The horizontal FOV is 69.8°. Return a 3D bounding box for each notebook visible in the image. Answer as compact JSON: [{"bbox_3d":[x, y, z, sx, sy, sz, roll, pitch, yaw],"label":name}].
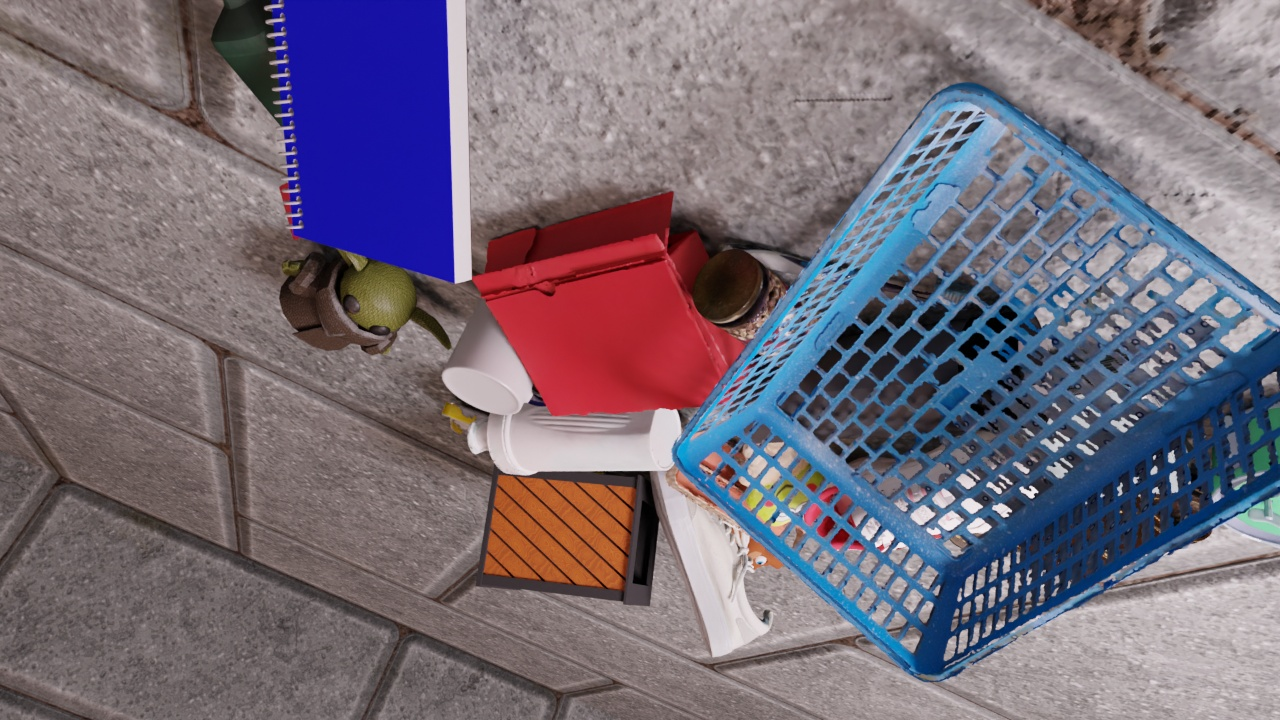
[{"bbox_3d":[-0.166,-0.165,0.547,0.172,0.022,0.209,18,116,34],"label":"notebook"}]

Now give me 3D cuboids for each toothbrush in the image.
[{"bbox_3d":[0.148,-0.065,0.668,0.189,0.016,0.017,14,137,13],"label":"toothbrush"}]

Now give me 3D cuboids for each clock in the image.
[{"bbox_3d":[0.484,0.097,0.653,0.122,0.075,0.161,-12,138,45],"label":"clock"}]

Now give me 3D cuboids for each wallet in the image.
[{"bbox_3d":[0.349,0.052,0.694,0.101,0.054,0.131,-18,132,37],"label":"wallet"}]

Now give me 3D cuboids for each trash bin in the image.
[{"bbox_3d":[-0.078,0.207,1.080,0.172,0.139,0.140,4,166,13],"label":"trash bin"}]

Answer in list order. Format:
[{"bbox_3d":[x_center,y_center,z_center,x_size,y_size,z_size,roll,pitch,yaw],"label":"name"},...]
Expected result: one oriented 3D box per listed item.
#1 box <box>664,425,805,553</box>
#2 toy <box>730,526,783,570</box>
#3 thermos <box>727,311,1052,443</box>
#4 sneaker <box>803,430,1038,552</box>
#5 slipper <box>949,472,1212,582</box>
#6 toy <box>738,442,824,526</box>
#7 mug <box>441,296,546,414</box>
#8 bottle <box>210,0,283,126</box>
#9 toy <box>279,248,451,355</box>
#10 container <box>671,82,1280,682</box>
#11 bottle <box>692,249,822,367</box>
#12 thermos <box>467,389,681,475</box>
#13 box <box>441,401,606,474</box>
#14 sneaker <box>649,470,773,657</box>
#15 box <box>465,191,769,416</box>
[{"bbox_3d":[0.114,0.142,0.984,0.187,0.082,0.042,32,162,-22],"label":"box"},{"bbox_3d":[0.126,0.230,1.127,0.127,0.065,0.095,34,132,-25],"label":"toy"},{"bbox_3d":[0.186,0.018,0.711,0.241,0.082,0.082,-8,139,42],"label":"thermos"},{"bbox_3d":[0.241,0.131,0.816,0.237,0.104,0.090,-17,98,52],"label":"sneaker"},{"bbox_3d":[0.381,0.151,0.812,0.113,0.075,0.269,31,150,-18],"label":"slipper"},{"bbox_3d":[0.144,0.120,0.937,0.092,0.046,0.115,-22,121,15],"label":"toy"},{"bbox_3d":[-0.115,-0.003,0.861,0.112,0.096,0.079,27,151,-10],"label":"mug"},{"bbox_3d":[-0.246,-0.216,0.625,0.061,0.061,0.131,7,148,29],"label":"bottle"},{"bbox_3d":[-0.286,-0.056,0.904,0.153,0.078,0.179,-7,138,40],"label":"toy"},{"bbox_3d":[0.201,0.029,0.579,0.257,0.089,0.363,41,137,8],"label":"container"},{"bbox_3d":[0.091,-0.036,0.685,0.056,0.056,0.105,-4,157,38],"label":"bottle"},{"bbox_3d":[-0.069,0.079,0.981,0.221,0.099,0.099,0,145,28],"label":"thermos"},{"bbox_3d":[-0.140,0.103,1.126,0.209,0.036,0.130,20,162,1],"label":"box"},{"bbox_3d":[0.081,0.205,1.035,0.090,0.242,0.089,-20,180,-8],"label":"sneaker"},{"bbox_3d":[-0.020,-0.030,0.758,0.215,0.153,0.164,-7,165,40],"label":"box"}]
